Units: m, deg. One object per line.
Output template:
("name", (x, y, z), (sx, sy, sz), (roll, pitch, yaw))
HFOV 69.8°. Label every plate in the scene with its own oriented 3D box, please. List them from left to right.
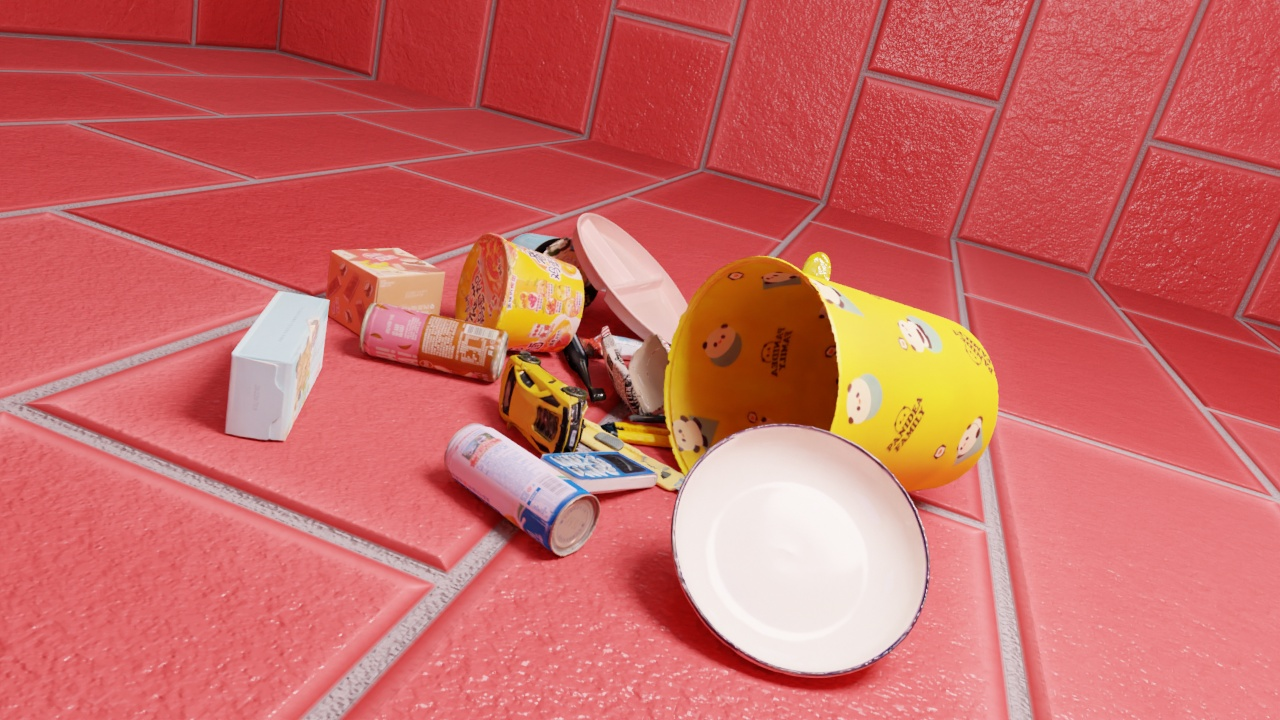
("plate", (-0.008, -0.100, 1.215), (0.229, 0.028, 0.229), (42, 22, -21))
("plate", (0.115, 0.140, 0.680), (0.192, 0.039, 0.192), (3, 59, -6))

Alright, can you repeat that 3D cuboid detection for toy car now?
("toy car", (-0.099, 0.043, 0.867), (0.041, 0.071, 0.156), (4, 20, -36))

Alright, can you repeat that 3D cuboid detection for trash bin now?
("trash bin", (0.191, 0.032, 0.888), (0.254, 0.230, 0.229), (7, 20, -36))

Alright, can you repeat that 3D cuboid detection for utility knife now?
("utility knife", (-0.013, 0.091, 0.880), (0.167, 0.018, 0.030), (29, 47, 27))
("utility knife", (0.058, 0.081, 0.945), (0.209, 0.015, 0.033), (8, 20, -16))

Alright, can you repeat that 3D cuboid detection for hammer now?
("hammer", (0.175, -0.050, 1.074), (0.032, 0.126, 0.323), (14, -11, 3))

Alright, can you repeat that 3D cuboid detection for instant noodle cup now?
("instant noodle cup", (-0.138, -0.070, 1.069), (0.109, 0.138, 0.138), (10, 19, -33))
("instant noodle cup", (-0.130, -0.129, 1.276), (0.111, 0.111, 0.120), (-2, 19, -37))

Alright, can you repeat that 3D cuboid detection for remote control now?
("remote control", (-0.036, 0.098, 0.801), (0.049, 0.024, 0.124), (26, 11, 32))

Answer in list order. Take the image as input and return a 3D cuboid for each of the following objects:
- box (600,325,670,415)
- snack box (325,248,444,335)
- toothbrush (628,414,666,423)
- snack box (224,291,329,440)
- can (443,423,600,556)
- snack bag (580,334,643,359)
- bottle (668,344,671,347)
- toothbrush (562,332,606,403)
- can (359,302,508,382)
("box", (-0.010, 0.006, 1.022), (0.088, 0.076, 0.162), (32, 15, -23))
("snack box", (-0.294, -0.078, 1.053), (0.094, 0.077, 0.092), (27, 24, 34))
("toothbrush", (0.062, 0.062, 0.982), (0.180, 0.018, 0.016), (3, 14, -35))
("snack box", (-0.323, 0.000, 0.826), (0.051, 0.074, 0.174), (9, 20, -11))
("can", (-0.097, 0.100, 0.735), (0.135, 0.053, 0.053), (28, 24, 34))
("snack bag", (-0.021, -0.015, 1.139), (0.105, 0.026, 0.045), (6, 13, -24))
("bottle", (0.096, -0.003, 1.161), (0.080, 0.044, 0.194), (26, 22, 28))
("toothbrush", (-0.072, -0.001, 1.067), (0.027, 0.026, 0.212), (0, 23, -16))
("can", (-0.217, -0.019, 0.973), (0.147, 0.058, 0.057), (13, 20, -3))
